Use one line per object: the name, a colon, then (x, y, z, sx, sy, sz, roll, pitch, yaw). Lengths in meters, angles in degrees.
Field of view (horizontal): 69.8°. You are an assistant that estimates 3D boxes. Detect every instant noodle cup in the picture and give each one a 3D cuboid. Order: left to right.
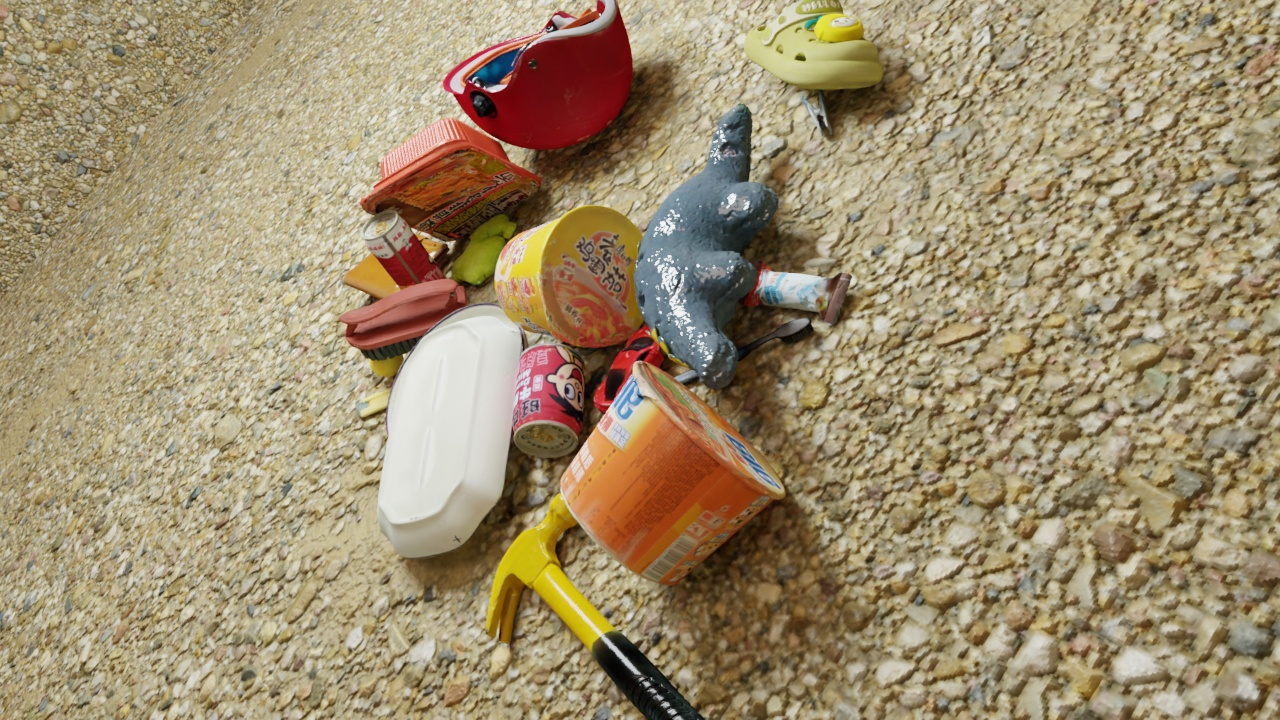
instant noodle cup: (-0.232, -0.220, 1.105, 0.165, 0.188, 0.079, -25, 75, 22)
instant noodle cup: (-0.073, -0.081, 0.916, 0.110, 0.138, 0.137, 2, 60, 50)
instant noodle cup: (0.018, 0.090, 0.700, 0.111, 0.151, 0.151, -49, 41, 9)

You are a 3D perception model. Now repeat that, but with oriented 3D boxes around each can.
can: (-0.275, -0.114, 1.095, 0.053, 0.133, 0.053, -15, 44, 16)
can: (-0.087, 0.039, 0.878, 0.067, 0.066, 0.093, -21, 47, 26)

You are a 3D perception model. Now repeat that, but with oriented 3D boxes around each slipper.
slipper: (0.168, -0.325, 0.924, 0.091, 0.082, 0.190, -12, 32, -19)

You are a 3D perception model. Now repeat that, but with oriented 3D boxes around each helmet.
helmet: (-0.114, -0.334, 1.128, 0.241, 0.144, 0.206, -6, 35, 37)

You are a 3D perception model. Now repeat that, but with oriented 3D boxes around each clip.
clip: (0.179, -0.244, 0.912, 0.043, 0.027, 0.058, -19, 48, 17)

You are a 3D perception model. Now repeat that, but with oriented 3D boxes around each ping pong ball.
ping pong ball: (-0.306, 0.000, 1.107, 0.040, 0.040, 0.040, -22, 47, 25)

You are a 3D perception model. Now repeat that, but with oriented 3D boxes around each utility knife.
utility knife: (-0.266, 0.030, 1.075, 0.190, 0.020, 0.030, -20, 54, 21)

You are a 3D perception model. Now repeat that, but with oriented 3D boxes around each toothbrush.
toothbrush: (0.069, 0.005, 0.819, 0.190, 0.016, 0.014, -26, 51, 26)

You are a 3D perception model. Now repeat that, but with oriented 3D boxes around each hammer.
hammer: (-0.026, 0.221, 0.710, 0.128, 0.033, 0.301, -52, 42, -6)

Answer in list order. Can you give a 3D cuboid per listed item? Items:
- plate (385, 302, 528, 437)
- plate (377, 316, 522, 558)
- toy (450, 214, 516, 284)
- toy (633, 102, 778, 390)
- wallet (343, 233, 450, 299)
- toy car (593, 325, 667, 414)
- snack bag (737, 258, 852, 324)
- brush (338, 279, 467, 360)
plate: (-0.190, 0.030, 0.983, 0.193, 0.039, 0.192, -19, 52, 26)
plate: (-0.198, 0.064, 0.914, 0.162, 0.034, 0.265, -15, 55, 28)
toy: (-0.192, -0.136, 1.127, 0.097, 0.031, 0.100, -24, 46, 20)
toy: (0.055, -0.098, 0.839, 0.138, 0.091, 0.355, -33, 34, 43)
wallet: (-0.317, -0.128, 1.216, 0.131, 0.035, 0.118, 20, 65, 42)
toy car: (-0.005, 0.005, 0.857, 0.049, 0.031, 0.106, 2, 53, 47)
snack bag: (0.134, -0.062, 0.805, 0.104, 0.026, 0.048, 18, 85, 47)
brush: (-0.273, -0.049, 1.065, 0.146, 0.069, 0.063, -16, 44, 0)
